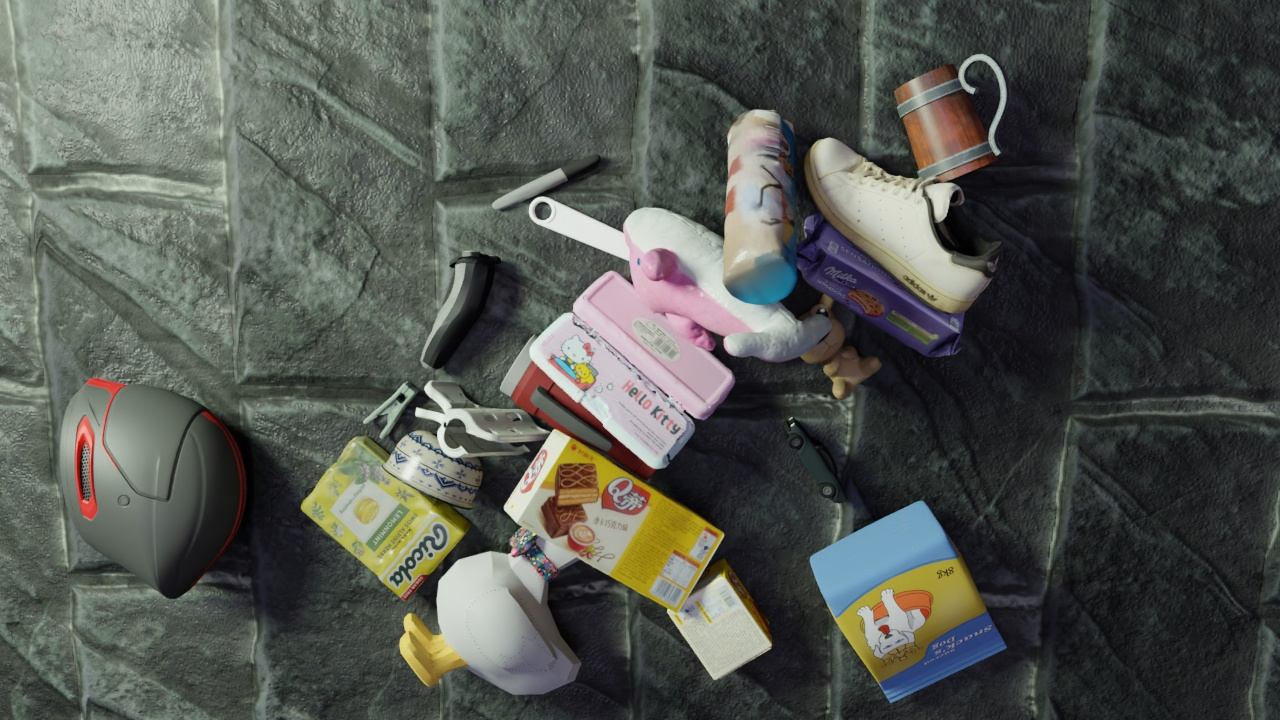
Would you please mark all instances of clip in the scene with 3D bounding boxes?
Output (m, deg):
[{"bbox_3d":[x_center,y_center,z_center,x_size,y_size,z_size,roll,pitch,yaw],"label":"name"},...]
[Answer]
[{"bbox_3d":[-0.300,0.059,1.111,0.035,0.023,0.074,42,98,-1],"label":"clip"},{"bbox_3d":[-0.194,0.081,1.062,0.151,0.125,0.091,15,91,26],"label":"clip"}]

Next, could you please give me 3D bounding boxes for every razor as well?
[{"bbox_3d":[-0.215,-0.056,1.072,0.060,0.057,0.156,27,101,33],"label":"razor"}]

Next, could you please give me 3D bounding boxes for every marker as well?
[{"bbox_3d":[-0.107,-0.203,1.057,0.139,0.016,0.022,-24,119,9],"label":"marker"}]

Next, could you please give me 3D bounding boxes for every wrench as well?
[{"bbox_3d":[-0.002,-0.125,1.059,0.273,0.018,0.066,24,100,2],"label":"wrench"}]

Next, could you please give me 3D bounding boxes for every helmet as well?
[{"bbox_3d":[-0.554,0.145,1.075,0.170,0.164,0.264,-5,88,-6],"label":"helmet"}]

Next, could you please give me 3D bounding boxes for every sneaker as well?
[{"bbox_3d":[0.275,-0.160,0.956,0.241,0.088,0.103,47,141,12],"label":"sneaker"}]

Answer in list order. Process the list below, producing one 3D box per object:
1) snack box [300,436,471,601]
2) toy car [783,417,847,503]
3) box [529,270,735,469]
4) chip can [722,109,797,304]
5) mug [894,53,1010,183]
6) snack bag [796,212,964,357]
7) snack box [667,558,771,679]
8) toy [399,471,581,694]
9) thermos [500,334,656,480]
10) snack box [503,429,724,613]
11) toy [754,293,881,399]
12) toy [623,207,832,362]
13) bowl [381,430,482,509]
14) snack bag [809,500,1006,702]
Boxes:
[{"bbox_3d":[-0.314,0.190,1.121,0.181,0.045,0.121,42,100,-3],"label":"snack box"},{"bbox_3d":[0.204,0.115,1.063,0.034,0.046,0.112,-33,96,10],"label":"toy car"},{"bbox_3d":[-0.005,0.005,1.023,0.201,0.045,0.154,41,58,4],"label":"box"},{"bbox_3d":[0.122,-0.163,0.939,0.080,0.229,0.080,4,140,3],"label":"chip can"},{"bbox_3d":[0.335,-0.254,0.967,0.118,0.081,0.111,-20,94,43],"label":"mug"},{"bbox_3d":[0.260,-0.085,1.003,0.205,0.096,0.059,32,134,0],"label":"snack bag"},{"bbox_3d":[0.095,0.308,1.095,0.084,0.061,0.106,-33,95,9],"label":"snack box"},{"bbox_3d":[-0.148,0.279,1.081,0.267,0.141,0.246,-30,97,-9],"label":"toy"},{"bbox_3d":[-0.060,0.058,1.046,0.198,0.107,0.084,32,111,-3],"label":"thermos"},{"bbox_3d":[-0.027,0.181,1.036,0.230,0.062,0.110,34,83,-22],"label":"snack box"},{"bbox_3d":[0.208,-0.013,1.022,0.134,0.105,0.108,-41,82,6],"label":"toy"},{"bbox_3d":[0.070,-0.065,0.981,0.265,0.186,0.128,41,129,33],"label":"toy"},{"bbox_3d":[-0.236,0.122,1.073,0.115,0.115,0.059,27,85,0],"label":"bowl"},{"bbox_3d":[0.313,0.290,1.061,0.159,0.102,0.205,-29,106,9],"label":"snack bag"}]
